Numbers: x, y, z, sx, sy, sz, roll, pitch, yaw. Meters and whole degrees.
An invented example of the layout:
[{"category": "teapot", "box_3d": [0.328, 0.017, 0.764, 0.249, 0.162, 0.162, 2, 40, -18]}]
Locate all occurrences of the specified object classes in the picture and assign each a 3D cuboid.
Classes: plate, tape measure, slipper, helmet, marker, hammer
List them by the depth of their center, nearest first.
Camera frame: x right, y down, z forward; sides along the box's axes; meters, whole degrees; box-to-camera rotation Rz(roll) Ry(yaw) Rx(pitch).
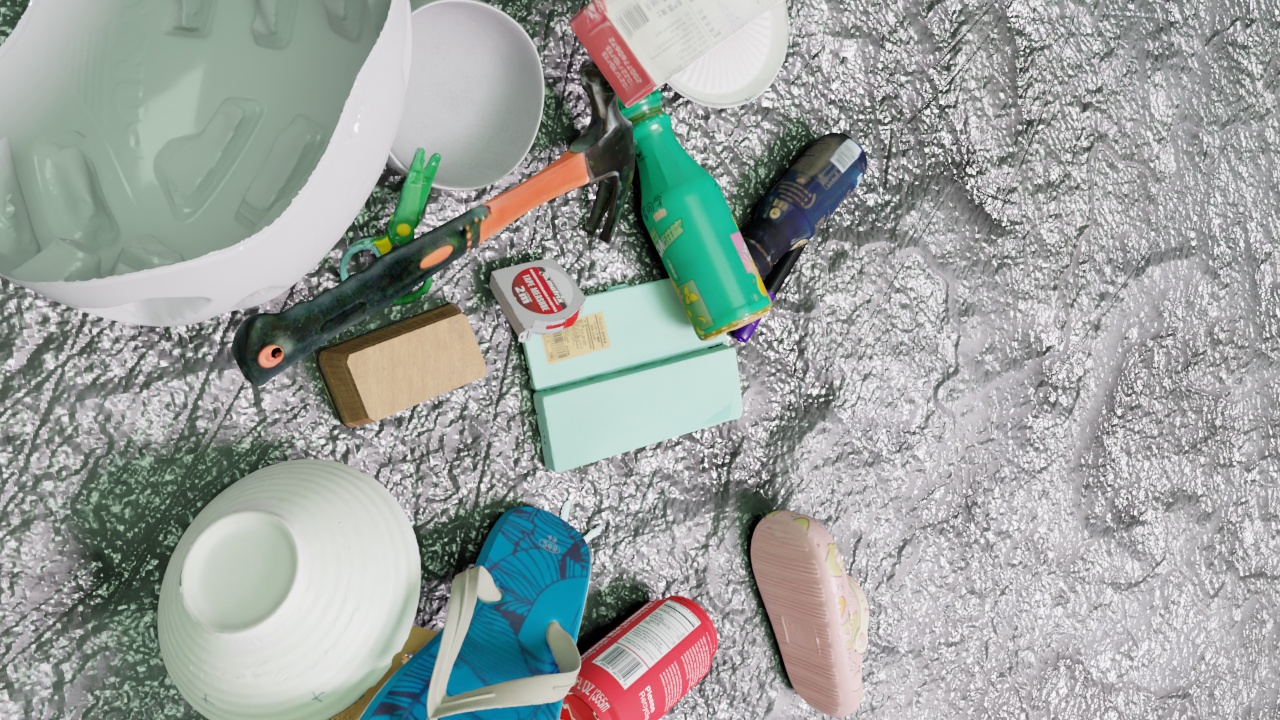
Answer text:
[{"category": "helmet", "box_3d": [-0.251, -0.157, 0.530, 0.224, 0.183, 0.282, 26, 95, 10]}, {"category": "slipper", "box_3d": [-0.089, 0.191, 0.606, 0.118, 0.060, 0.294, 36, 32, -7]}, {"category": "hammer", "box_3d": [-0.131, -0.086, 0.644, 0.332, 0.033, 0.133, -36, 139, -27]}, {"category": "tape measure", "box_3d": [-0.079, -0.047, 0.710, 0.062, 0.020, 0.060, -19, 62, -27]}, {"category": "plate", "box_3d": [0.060, -0.296, 0.791, 0.156, 0.014, 0.157, -1, 92, -27]}, {"category": "slipper", "box_3d": [0.167, 0.220, 0.822, 0.081, 0.093, 0.197, -22, 102, -35]}, {"category": "marker", "box_3d": [0.120, -0.073, 0.827, 0.018, 0.015, 0.133, 36, 76, -14]}]

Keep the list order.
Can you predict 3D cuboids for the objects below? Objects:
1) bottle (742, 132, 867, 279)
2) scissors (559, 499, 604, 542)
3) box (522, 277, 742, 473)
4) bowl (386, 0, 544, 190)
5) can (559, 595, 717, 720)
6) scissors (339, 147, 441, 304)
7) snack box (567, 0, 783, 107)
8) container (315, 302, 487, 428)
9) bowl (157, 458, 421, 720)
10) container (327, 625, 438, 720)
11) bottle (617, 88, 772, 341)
[{"category": "bottle", "box_3d": [0.137, -0.134, 0.810, 0.160, 0.056, 0.056, -47, 110, -18]}, {"category": "scissors", "box_3d": [-0.069, 0.181, 0.744, 0.133, 0.015, 0.104, -41, 105, -24]}, {"category": "box", "box_3d": [-0.004, 0.005, 0.763, 0.186, 0.033, 0.136, -16, 104, -26]}, {"category": "bowl", "box_3d": [-0.140, -0.192, 0.657, 0.131, 0.064, 0.132, -17, 121, -32]}, {"category": "can", "box_3d": [-0.004, 0.245, 0.719, 0.142, 0.075, 0.074, -24, 103, -49]}, {"category": "scissors", "box_3d": [-0.174, -0.095, 0.645, 0.070, 0.014, 0.131, 6, 124, -23]}, {"category": "snack box", "box_3d": [0.053, -0.286, 0.716, 0.076, 0.044, 0.272, 54, 52, -12]}, {"category": "container", "box_3d": [-0.166, 0.003, 0.659, 0.113, 0.061, 0.063, -24, 102, -24]}, {"category": "bowl", "box_3d": [-0.233, 0.137, 0.572, 0.177, 0.071, 0.177, -2, 67, 5]}, {"category": "container", "box_3d": [-0.135, 0.293, 0.606, 0.167, 0.183, 0.129, 35, 121, -19]}, {"category": "bottle", "box_3d": [0.036, -0.122, 0.748, 0.068, 0.068, 0.209, -26, 93, -24]}]
